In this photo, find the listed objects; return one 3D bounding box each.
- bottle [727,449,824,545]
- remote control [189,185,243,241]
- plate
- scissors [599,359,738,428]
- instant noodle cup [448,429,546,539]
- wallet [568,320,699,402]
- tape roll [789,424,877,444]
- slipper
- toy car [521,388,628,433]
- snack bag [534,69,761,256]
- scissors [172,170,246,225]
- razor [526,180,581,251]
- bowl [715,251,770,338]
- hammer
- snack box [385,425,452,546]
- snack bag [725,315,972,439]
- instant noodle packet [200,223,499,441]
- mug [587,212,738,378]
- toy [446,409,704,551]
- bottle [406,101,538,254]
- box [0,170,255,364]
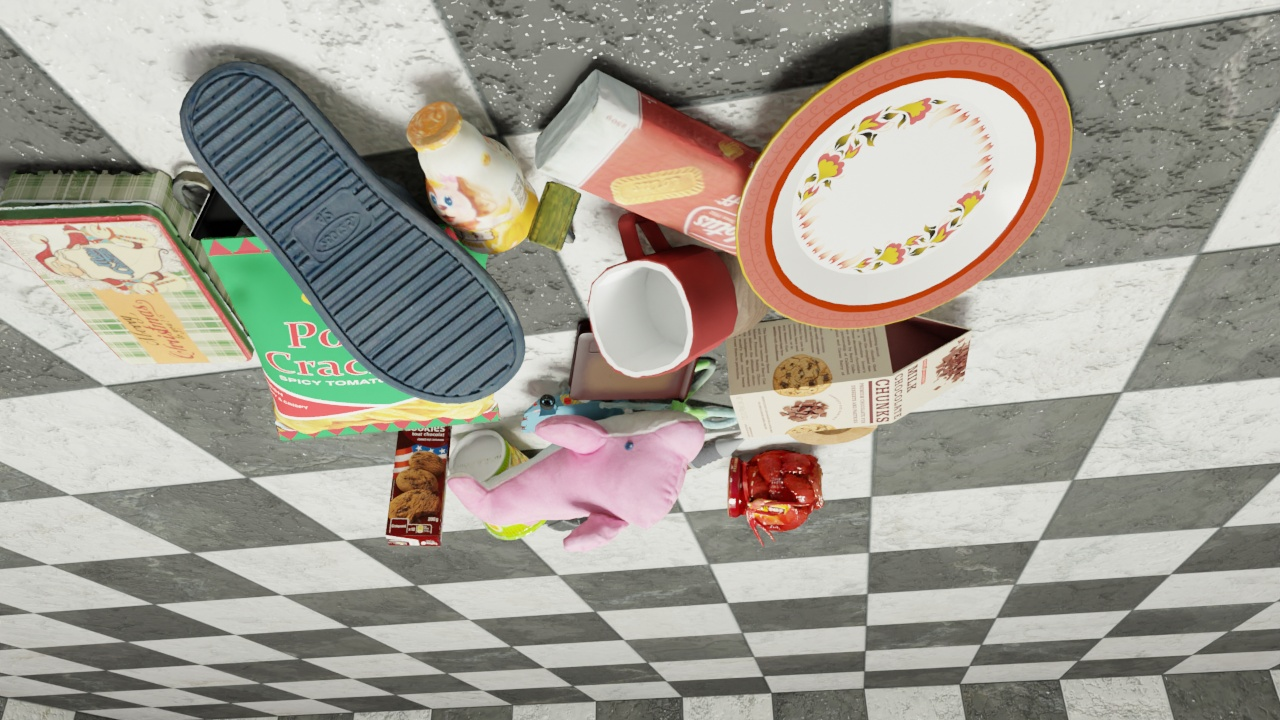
[{"bbox_3d":[0.157,0.154,1.054,0.111,0.098,0.099,1,152,9],"label":"bottle"},{"bbox_3d":[-0.275,-0.114,0.623,0.028,0.011,0.125,15,141,-34],"label":"remote control"},{"bbox_3d":[0.172,-0.111,0.615,0.229,0.021,0.230,-8,137,-8],"label":"plate"},{"bbox_3d":[0.036,0.050,0.935,0.172,0.021,0.172,1,149,-29],"label":"scissors"},{"bbox_3d":[-0.160,0.134,1.028,0.099,0.098,0.108,-11,142,18],"label":"instant noodle cup"},{"bbox_3d":[-0.005,0.005,0.846,0.115,0.018,0.092,3,134,-10],"label":"wallet"},{"bbox_3d":[0.198,0.056,0.954,0.094,0.027,0.094,-1,151,0],"label":"tape roll"},{"bbox_3d":[-0.186,-0.077,0.606,0.101,0.082,0.263,-42,110,-2],"label":"slipper"},{"bbox_3d":[-0.069,0.046,0.921,0.107,0.027,0.060,-6,147,-17],"label":"toy car"},{"bbox_3d":[0.042,-0.119,0.625,0.225,0.041,0.078,20,143,-30],"label":"snack bag"},{"bbox_3d":[-0.271,-0.098,0.682,0.132,0.012,0.170,-3,152,-6],"label":"scissors"},{"bbox_3d":[-0.056,-0.094,0.647,0.026,0.042,0.106,18,180,1],"label":"razor"},{"bbox_3d":[0.056,-0.045,0.765,0.118,0.030,0.118,-1,151,0],"label":"bowl"},{"bbox_3d":[-0.002,0.148,1.109,0.323,0.043,0.156,-28,141,35],"label":"hammer"},{"bbox_3d":[-0.224,0.116,0.934,0.051,0.140,0.032,2,151,-6],"label":"snack box"},{"bbox_3d":[0.187,0.009,0.826,0.206,0.069,0.094,-7,150,11],"label":"snack bag"},{"bbox_3d":[-0.217,-0.013,0.744,0.195,0.090,0.253,-5,143,-10],"label":"instant noodle packet"},{"bbox_3d":[0.015,-0.054,0.679,0.081,0.116,0.096,-11,-173,26],"label":"mug"},{"bbox_3d":[-0.055,0.130,0.905,0.266,0.127,0.186,-20,148,19],"label":"toy"},{"bbox_3d":[-0.110,-0.118,0.597,0.063,0.063,0.108,-9,149,15],"label":"bottle"},{"bbox_3d":[-0.382,-0.063,0.705,0.117,0.050,0.206,2,152,-2],"label":"box"}]
